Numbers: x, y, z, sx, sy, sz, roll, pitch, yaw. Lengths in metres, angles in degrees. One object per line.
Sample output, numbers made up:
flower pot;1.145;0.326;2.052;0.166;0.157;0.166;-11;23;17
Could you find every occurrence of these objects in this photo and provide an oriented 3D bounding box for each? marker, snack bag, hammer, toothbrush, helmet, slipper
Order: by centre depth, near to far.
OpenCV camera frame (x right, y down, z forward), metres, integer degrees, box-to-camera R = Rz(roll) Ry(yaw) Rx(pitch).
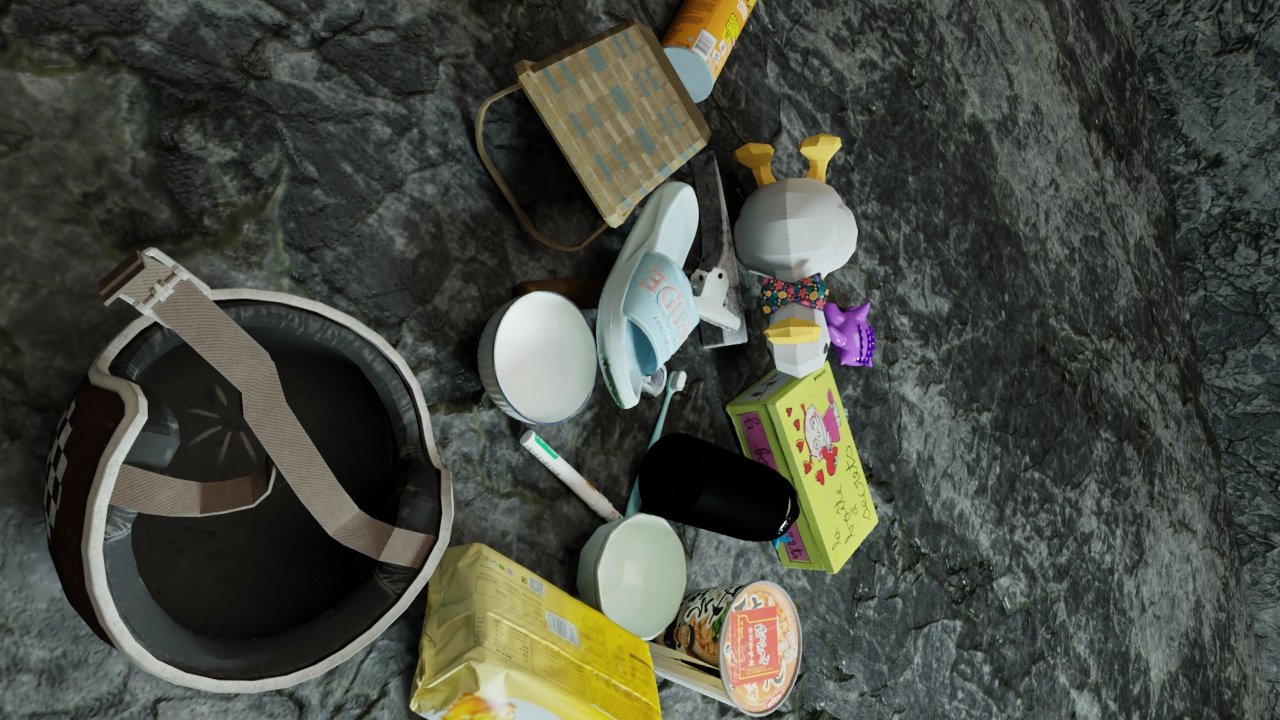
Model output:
helmet;-0.233;0.068;0.546;0.233;0.254;0.234;22;93;-35
snack bag;-0.071;0.249;0.737;0.247;0.068;0.159;38;15;-25
slipper;0.020;-0.070;0.871;0.104;0.074;0.244;68;36;-53
marker;-0.061;0.117;0.874;0.145;0.017;0.017;47;54;-29
hammer;-0.009;-0.111;0.946;0.299;0.037;0.217;-9;90;-44
toothbrush;0.015;0.089;0.954;0.016;0.017;0.180;38;60;-36

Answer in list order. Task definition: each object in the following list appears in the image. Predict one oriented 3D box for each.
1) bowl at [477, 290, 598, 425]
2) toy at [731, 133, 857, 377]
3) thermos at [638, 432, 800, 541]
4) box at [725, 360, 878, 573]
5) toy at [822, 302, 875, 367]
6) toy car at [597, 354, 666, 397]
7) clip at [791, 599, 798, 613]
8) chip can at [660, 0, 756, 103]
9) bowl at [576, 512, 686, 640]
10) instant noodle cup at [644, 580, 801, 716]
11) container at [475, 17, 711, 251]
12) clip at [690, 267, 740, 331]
bowl;-0.101;-0.001;0.819;0.118;0.062;0.118;4;84;-45
toy;0.176;-0.115;1.044;0.246;0.141;0.267;3;83;-75
thermos;0.093;0.141;0.965;0.198;0.086;0.086;25;67;-46
box;0.194;0.125;1.078;0.124;0.082;0.221;-30;104;-43
toy;0.278;-0.032;1.198;0.105;0.056;0.088;3;80;-44
toy car;-0.006;0.005;0.938;0.089;0.027;0.038;33;64;-36
clip;0.153;0.282;1.041;0.044;0.049;0.054;-8;90;-10
chip can;0.083;-0.394;1.049;0.075;0.075;0.214;44;56;-31
bowl;-0.016;0.204;0.874;0.117;0.061;0.117;7;80;-43
instant noodle cup;0.073;0.277;0.907;0.123;0.122;0.123;8;78;-43
container;-0.046;-0.200;0.831;0.157;0.186;0.249;57;14;-11
clip;0.075;-0.070;0.968;0.101;0.046;0.056;18;84;-41
